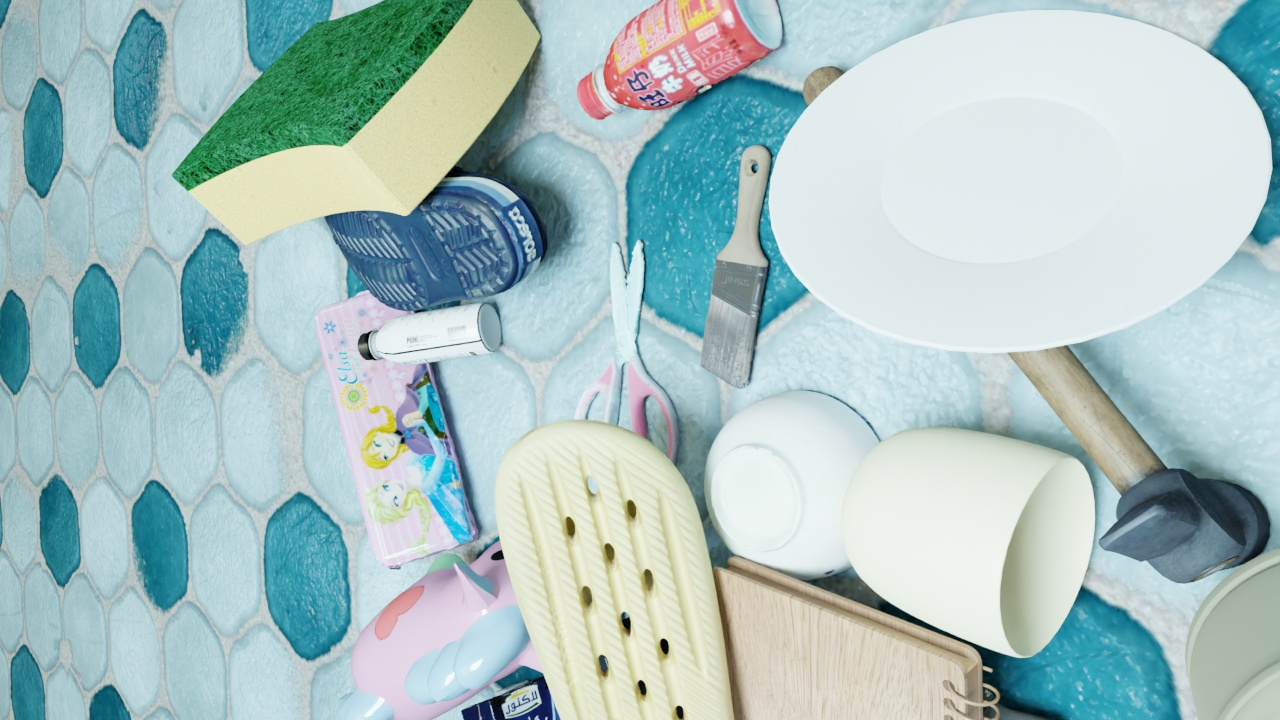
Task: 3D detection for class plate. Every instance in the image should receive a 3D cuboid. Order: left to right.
[{"bbox_3d":[0.163,-0.087,0.422,0.209,0.015,0.208,-11,53,15],"label":"plate"}]

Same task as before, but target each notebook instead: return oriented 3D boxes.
[{"bbox_3d":[0.115,0.226,0.500,0.169,0.022,0.210,11,114,47],"label":"notebook"}]

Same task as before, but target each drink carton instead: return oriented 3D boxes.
[{"bbox_3d":[-0.082,0.309,0.685,0.040,0.064,0.130,-33,71,36],"label":"drink carton"}]

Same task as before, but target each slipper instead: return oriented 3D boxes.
[{"bbox_3d":[-0.151,-0.100,0.707,0.253,0.095,0.105,9,132,45],"label":"slipper"},{"bbox_3d":[-0.005,0.156,0.542,0.111,0.079,0.261,-15,94,4],"label":"slipper"}]

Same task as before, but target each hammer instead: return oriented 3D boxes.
[{"bbox_3d":[0.166,-0.039,0.447,0.040,0.129,0.321,-47,54,29],"label":"hammer"}]

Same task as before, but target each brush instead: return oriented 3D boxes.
[{"bbox_3d":[-0.215,-0.192,0.692,0.251,0.075,0.194,-1,51,40],"label":"brush"},{"bbox_3d":[0.063,-0.059,0.579,0.039,0.012,0.151,16,102,39],"label":"brush"}]

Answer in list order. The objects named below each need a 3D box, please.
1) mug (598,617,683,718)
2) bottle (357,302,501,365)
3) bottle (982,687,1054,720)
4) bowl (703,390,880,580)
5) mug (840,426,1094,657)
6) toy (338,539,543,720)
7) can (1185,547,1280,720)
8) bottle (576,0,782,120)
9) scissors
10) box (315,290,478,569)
[{"bbox_3d":[-0.002,0.213,0.617,0.105,0.071,0.077,-45,63,56],"label":"mug"},{"bbox_3d":[-0.171,-0.018,0.733,0.116,0.041,0.041,-8,87,18],"label":"bottle"},{"bbox_3d":[0.211,0.207,0.453,0.110,0.036,0.036,39,116,31],"label":"bottle"},{"bbox_3d":[0.083,0.076,0.537,0.114,0.063,0.113,3,95,39],"label":"bowl"},{"bbox_3d":[0.159,0.091,0.462,0.100,0.096,0.120,14,142,47],"label":"mug"},{"bbox_3d":[-0.141,0.207,0.662,0.222,0.171,0.120,-41,102,0],"label":"toy"},{"bbox_3d":[0.279,0.137,0.342,0.128,0.073,0.128,8,112,20],"label":"can"},{"bbox_3d":[0.017,-0.193,0.580,0.138,0.061,0.062,-17,81,40],"label":"bottle"},{"bbox_3d":[-0.023,-0.001,0.653,0.105,0.016,0.179,-11,86,40],"label":"scissors"},{"bbox_3d":[-0.208,0.061,0.800,0.086,0.106,0.230,-18,78,-5],"label":"box"}]
